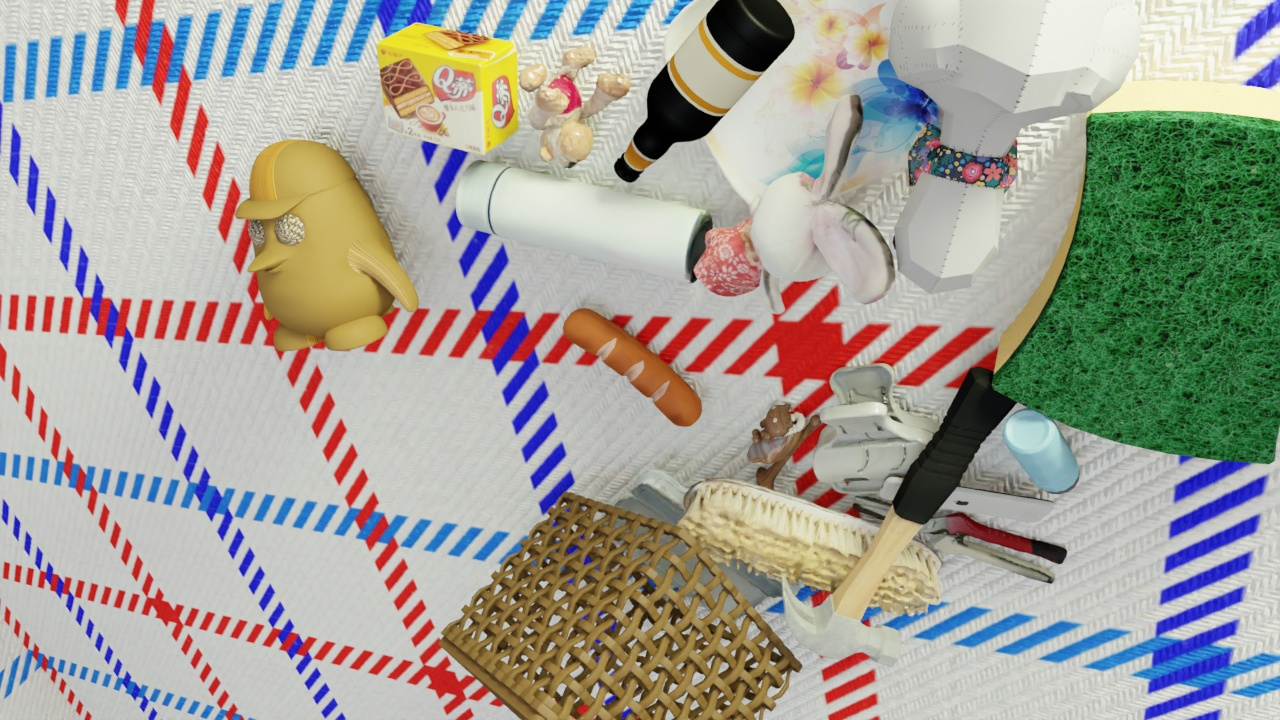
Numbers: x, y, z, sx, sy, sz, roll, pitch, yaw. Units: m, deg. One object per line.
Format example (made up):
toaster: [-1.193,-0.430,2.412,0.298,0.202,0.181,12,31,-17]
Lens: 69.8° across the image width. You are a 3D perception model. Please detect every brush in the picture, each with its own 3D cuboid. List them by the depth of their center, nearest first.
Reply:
brush: [0.380,-0.057,0.642,0.195,0.075,0.251,17,129,16]
brush: [0.169,0.184,0.908,0.271,0.056,0.083,19,130,-4]

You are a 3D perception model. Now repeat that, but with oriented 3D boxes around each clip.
clip: [0.216,0.075,0.841,0.125,0.074,0.144,-8,129,29]

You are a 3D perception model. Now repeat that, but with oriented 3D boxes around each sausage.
sausage: [-0.005,0.005,0.911,0.164,0.044,0.039,39,142,-3]

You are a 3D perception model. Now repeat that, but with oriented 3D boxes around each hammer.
hammer: [0.231,0.146,0.815,0.131,0.039,0.329,18,121,-7]

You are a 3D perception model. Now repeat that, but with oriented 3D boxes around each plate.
plate: [0.124,-0.214,0.701,0.187,0.016,0.187,-19,113,36]

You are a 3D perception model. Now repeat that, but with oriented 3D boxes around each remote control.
remote control: [0.294,0.126,0.835,0.147,0.008,0.045,8,153,6]

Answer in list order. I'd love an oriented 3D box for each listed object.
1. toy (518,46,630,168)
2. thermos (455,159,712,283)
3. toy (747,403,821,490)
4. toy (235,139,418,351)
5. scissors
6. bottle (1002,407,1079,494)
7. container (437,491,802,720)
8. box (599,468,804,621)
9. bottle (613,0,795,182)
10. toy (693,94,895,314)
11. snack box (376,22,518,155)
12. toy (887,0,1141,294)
toy: [-0.066,-0.203,0.771,0.074,0.085,0.106,44,145,21]
thermos: [-0.053,-0.126,0.826,0.230,0.067,0.068,15,129,18]
toy: [0.132,0.083,0.900,0.054,0.041,0.102,21,126,-16]
toy: [-0.329,-0.119,0.925,0.199,0.162,0.203,0,112,25]
scissors: [0.306,0.163,0.878,0.188,0.015,0.147,43,129,-9]
bottle: [0.334,0.079,0.757,0.040,0.040,0.130,-9,152,32]
container: [-0.028,0.304,0.954,0.219,0.213,0.252,51,157,-23]
box: [0.064,0.209,1.027,0.210,0.061,0.193,36,151,0]
bottle: [0.037,-0.201,0.703,0.059,0.059,0.182,43,132,-6]
toy: [0.114,-0.095,0.714,0.195,0.084,0.159,-33,60,53]
snack box: [-0.167,-0.239,0.806,0.106,0.061,0.084,17,129,16]
toy: [0.219,-0.169,0.567,0.141,0.246,0.268,14,102,10]
